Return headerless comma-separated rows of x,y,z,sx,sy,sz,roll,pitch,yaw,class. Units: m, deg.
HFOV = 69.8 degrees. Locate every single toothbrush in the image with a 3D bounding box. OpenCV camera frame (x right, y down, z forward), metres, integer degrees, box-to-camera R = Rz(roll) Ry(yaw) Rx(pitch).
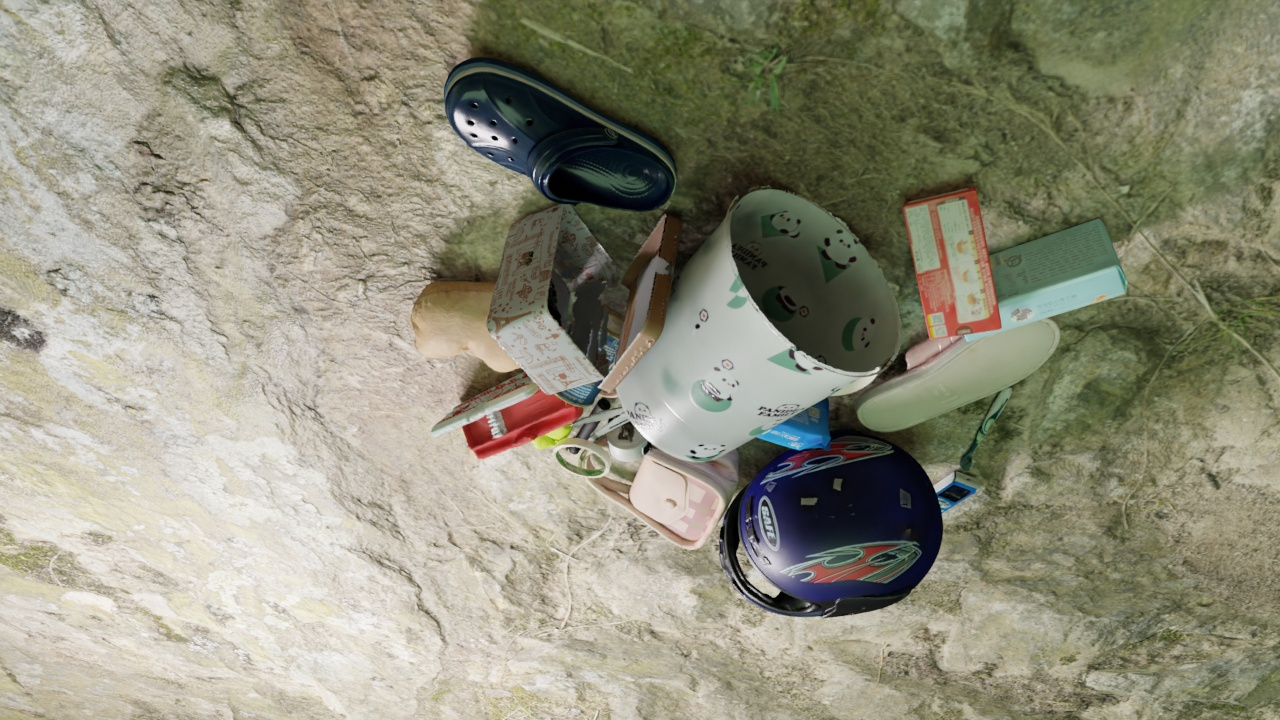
0.475,0.098,1.265,0.016,0.018,0.192,5,141,1,toothbrush

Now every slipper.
-0.081,-0.204,0.916,0.252,0.095,0.105,20,136,-21,slipper
0.386,0.008,1.140,0.114,0.054,0.275,32,131,-28,slipper

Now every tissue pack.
0.180,0.063,1.201,0.157,0.094,0.052,18,140,-17,tissue pack

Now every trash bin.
0.112,-0.022,1.003,0.229,0.229,0.253,25,138,-21,trash bin

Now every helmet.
0.250,0.226,1.258,0.316,0.247,0.240,-17,154,9,helmet

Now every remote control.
0.455,0.208,1.394,0.049,0.024,0.125,20,139,-17,remote control

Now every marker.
-0.077,0.097,1.331,0.022,0.020,0.132,14,141,-18,marker

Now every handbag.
0.020,0.179,1.383,0.234,0.093,0.194,20,140,0,handbag

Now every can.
-0.062,-0.008,1.135,0.075,0.075,0.111,25,116,-22,can

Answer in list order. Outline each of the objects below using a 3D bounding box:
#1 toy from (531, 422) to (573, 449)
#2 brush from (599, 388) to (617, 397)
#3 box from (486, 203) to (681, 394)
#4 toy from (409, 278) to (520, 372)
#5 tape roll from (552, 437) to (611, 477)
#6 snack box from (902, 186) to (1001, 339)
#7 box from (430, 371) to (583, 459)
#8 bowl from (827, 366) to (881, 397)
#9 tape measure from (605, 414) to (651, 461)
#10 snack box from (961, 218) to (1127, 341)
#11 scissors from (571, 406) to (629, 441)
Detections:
-0.134,0.096,1.328,0.100,0.031,0.096,-20,134,34,toy
-0.007,0.007,1.186,0.146,0.063,0.073,-26,161,34,brush
-0.039,-0.074,0.995,0.185,0.182,0.154,-18,135,26,box
-0.171,-0.038,1.141,0.226,0.082,0.144,12,147,-15,toy
-0.085,0.142,1.336,0.086,0.013,0.086,12,143,9,tape roll
0.332,-0.101,0.975,0.075,0.025,0.153,-10,105,24,snack box
-0.189,0.076,1.253,0.202,0.101,0.095,-24,88,31,box
0.232,-0.016,1.121,0.116,0.066,0.117,4,139,3,bowl
-0.016,0.109,1.301,0.066,0.065,0.034,-1,139,8,tape measure
0.429,-0.086,1.006,0.175,0.074,0.051,-19,135,28,snack box
0.022,0.057,1.231,0.225,0.015,0.189,0,145,-22,scissors
